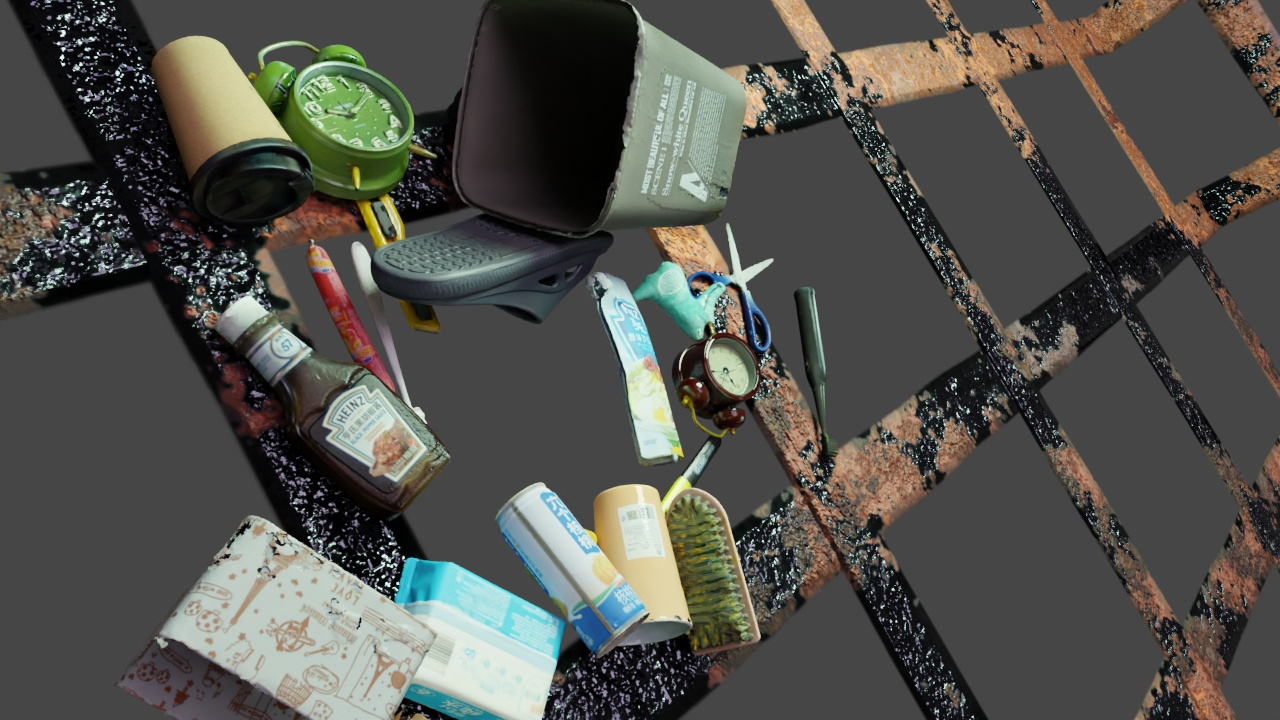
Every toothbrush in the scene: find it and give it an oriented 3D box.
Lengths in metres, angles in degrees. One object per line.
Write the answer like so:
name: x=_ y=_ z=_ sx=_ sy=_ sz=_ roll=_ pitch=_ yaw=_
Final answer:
toothbrush: x=0.205 y=0.012 z=1.066 sx=0.027 sy=0.026 sz=0.212 roll=7 pitch=62 yaw=-22
toothbrush: x=-0.210 y=-0.020 z=0.761 sx=0.016 sy=0.016 sz=0.180 roll=-9 pitch=73 yaw=-43

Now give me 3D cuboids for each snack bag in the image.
snack bag: x=-0.005 y=0.005 z=0.875 sx=0.110 sy=0.039 sz=0.191 roll=12 pitch=60 yaw=-63

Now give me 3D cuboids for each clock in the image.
clock: x=0.076 y=0.025 z=0.937 sx=0.082 sy=0.055 sz=0.121 roll=33 pitch=52 yaw=-21
clock: x=-0.263 y=-0.213 z=0.790 sx=0.161 sy=0.056 sz=0.115 roll=47 pitch=45 yaw=4

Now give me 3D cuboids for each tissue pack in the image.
tissue pack: x=-0.123 y=0.212 z=0.670 sx=0.140 sy=0.063 sz=0.089 roll=33 pitch=48 yaw=-22

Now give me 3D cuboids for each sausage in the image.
sausage: x=-0.237 y=-0.030 z=0.744 sx=0.020 sy=0.020 sz=0.156 roll=-23 pitch=82 yaw=-43

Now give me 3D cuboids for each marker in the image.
marker: x=0.050 y=0.112 z=0.896 sx=0.018 sy=0.015 sz=0.123 roll=50 pitch=47 yaw=-11

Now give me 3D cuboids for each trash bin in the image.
trash bin: x=-0.025 y=-0.218 z=0.864 sx=0.219 sy=0.199 sz=0.199 roll=-4 pitch=111 yaw=-53

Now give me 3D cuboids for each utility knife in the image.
utility knife: x=-0.211 y=-0.091 z=0.800 sx=0.033 sy=0.015 sz=0.154 roll=-18 pitch=78 yaw=-39

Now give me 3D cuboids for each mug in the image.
mug: x=-0.005 y=0.173 z=0.783 sx=0.078 sy=0.078 sz=0.122 roll=11 pitch=56 yaw=-34

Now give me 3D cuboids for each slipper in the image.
slipper: x=-0.128 y=-0.076 z=0.814 sx=0.111 sy=0.083 sz=0.267 roll=21 pitch=26 yaw=26

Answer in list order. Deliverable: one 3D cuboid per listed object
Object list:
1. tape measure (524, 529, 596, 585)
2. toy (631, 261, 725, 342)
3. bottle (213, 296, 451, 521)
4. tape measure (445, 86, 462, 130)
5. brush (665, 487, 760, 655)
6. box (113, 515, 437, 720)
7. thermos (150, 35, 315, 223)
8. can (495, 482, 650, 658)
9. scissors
tape measure: x=-0.070 y=0.162 z=0.765 sx=0.060 sy=0.029 sz=0.057 roll=20 pitch=58 yaw=-9
toy: x=0.046 y=-0.065 z=0.976 sx=0.096 sy=0.030 sz=0.092 roll=-44 pitch=101 yaw=-24
bottle: x=-0.236 y=0.032 z=0.694 sx=0.195 sy=0.044 sz=0.079 roll=45 pitch=55 yaw=-8
tape measure: x=-0.149 y=-0.251 z=0.900 sx=0.065 sy=0.066 sz=0.033 roll=-17 pitch=75 yaw=-41
brush: x=0.060 y=0.187 z=0.829 sx=0.073 sy=0.063 sz=0.145 roll=23 pitch=51 yaw=-71
box: x=-0.176 y=0.225 z=0.546 sx=0.272 sy=0.178 sz=0.106 roll=48 pitch=48 yaw=-6
thermos: x=-0.321 y=-0.177 z=0.714 sx=0.092 sy=0.093 sz=0.143 roll=-17 pitch=71 yaw=-43
can: x=-0.055 y=0.161 z=0.713 sx=0.053 sy=0.053 sz=0.134 roll=-24 pitch=65 yaw=-43
scissors: x=0.111 y=-0.083 z=1.054 sx=0.175 sy=0.012 sz=0.162 roll=-16 pitch=76 yaw=-44
